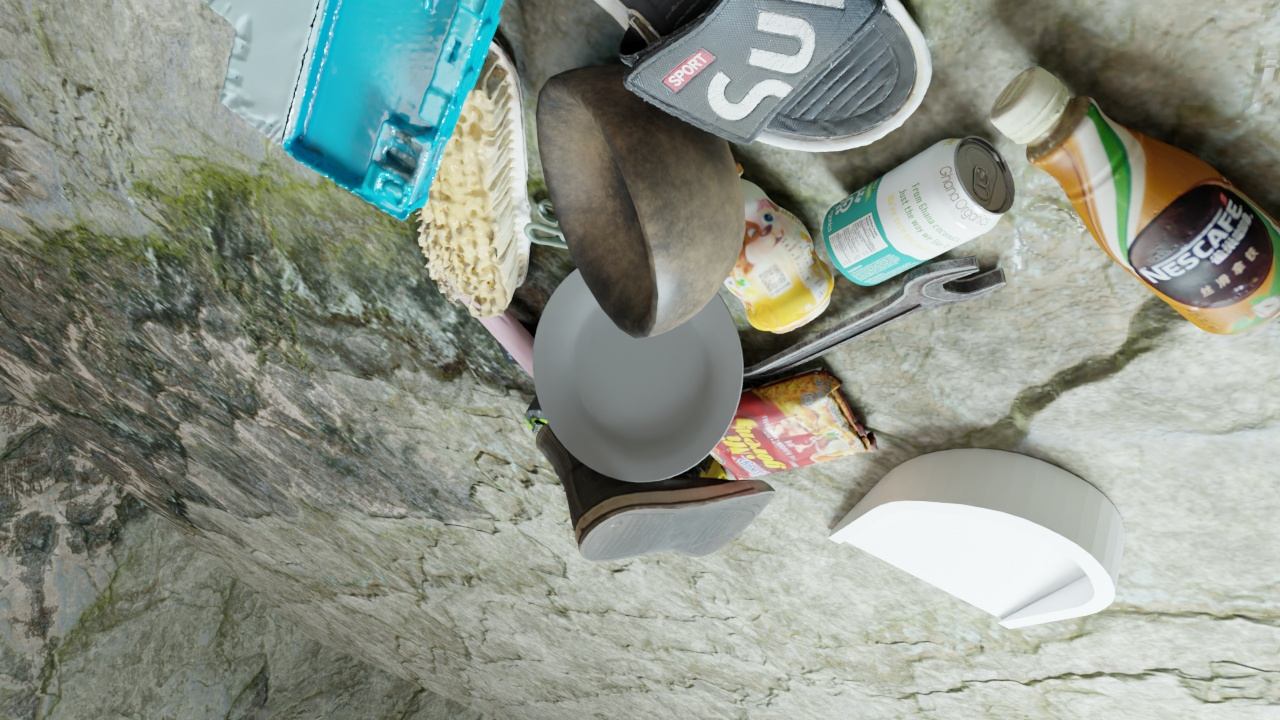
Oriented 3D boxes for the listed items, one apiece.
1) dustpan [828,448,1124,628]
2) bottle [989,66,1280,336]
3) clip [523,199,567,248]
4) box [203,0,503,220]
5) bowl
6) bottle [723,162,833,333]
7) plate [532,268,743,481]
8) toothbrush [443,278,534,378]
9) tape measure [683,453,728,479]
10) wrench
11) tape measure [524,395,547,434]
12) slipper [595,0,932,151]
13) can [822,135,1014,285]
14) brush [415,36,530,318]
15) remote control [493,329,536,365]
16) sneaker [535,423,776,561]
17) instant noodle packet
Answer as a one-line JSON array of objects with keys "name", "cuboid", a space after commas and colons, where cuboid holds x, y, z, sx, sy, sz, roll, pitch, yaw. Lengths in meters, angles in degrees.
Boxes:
[{"name": "dustpan", "cuboid": [0.283, 0.166, 0.774, 0.191, 0.053, 0.258, 26, 149, 5]}, {"name": "bottle", "cuboid": [0.242, -0.080, 0.446, 0.167, 0.059, 0.059, 35, 149, -9]}, {"name": "clip", "cuboid": [-0.048, -0.097, 0.691, 0.075, 0.037, 0.023, 18, 146, 8]}, {"name": "box", "cuboid": [-0.171, -0.217, 0.520, 0.181, 0.039, 0.227, 31, 123, 0]}, {"name": "bowl", "cuboid": [0.002, -0.099, 0.550, 0.162, 0.070, 0.162, 56, 160, 32]}, {"name": "bottle", "cuboid": [0.077, -0.073, 0.591, 0.063, 0.063, 0.109, -15, 113, 50]}, {"name": "plate", "cuboid": [-0.004, 0.004, 0.707, 0.178, 0.178, 0.012, 14, -171, 25]}, {"name": "toothbrush", "cuboid": [-0.102, -0.007, 0.823, 0.026, 0.027, 0.222, -39, 99, 12]}, {"name": "tape measure", "cuboid": [0.053, 0.120, 0.909, 0.072, 0.042, 0.072, -9, 135, 42]}, {"name": "wrench", "cuboid": [0.137, -0.017, 0.642, 0.070, 0.010, 0.274, 3, 162, -28]}, {"name": "tape measure", "cuboid": [-0.092, 0.064, 0.951, 0.058, 0.035, 0.066, 28, 150, 4]}, {"name": "slipper", "cuboid": [0.023, -0.185, 0.441, 0.264, 0.063, 0.111, 39, 124, -13]}, {"name": "can", "cuboid": [0.154, -0.083, 0.518, 0.055, 0.054, 0.102, 39, 148, -15]}, {"name": "brush", "cuboid": [-0.126, -0.129, 0.678, 0.083, 0.056, 0.272, 24, 148, 9]}, {"name": "remote control", "cuboid": [-0.064, -0.005, 0.844, 0.150, 0.022, 0.047, 12, 145, 23]}, {"name": "sneaker", "cuboid": [0.020, 0.106, 0.813, 0.234, 0.119, 0.095, 2, 134, -39]}, {"name": "instant noodle packet", "cuboid": [0.113, 0.054, 0.738, 0.136, 0.039, 0.098, -16, 139, 27]}]
